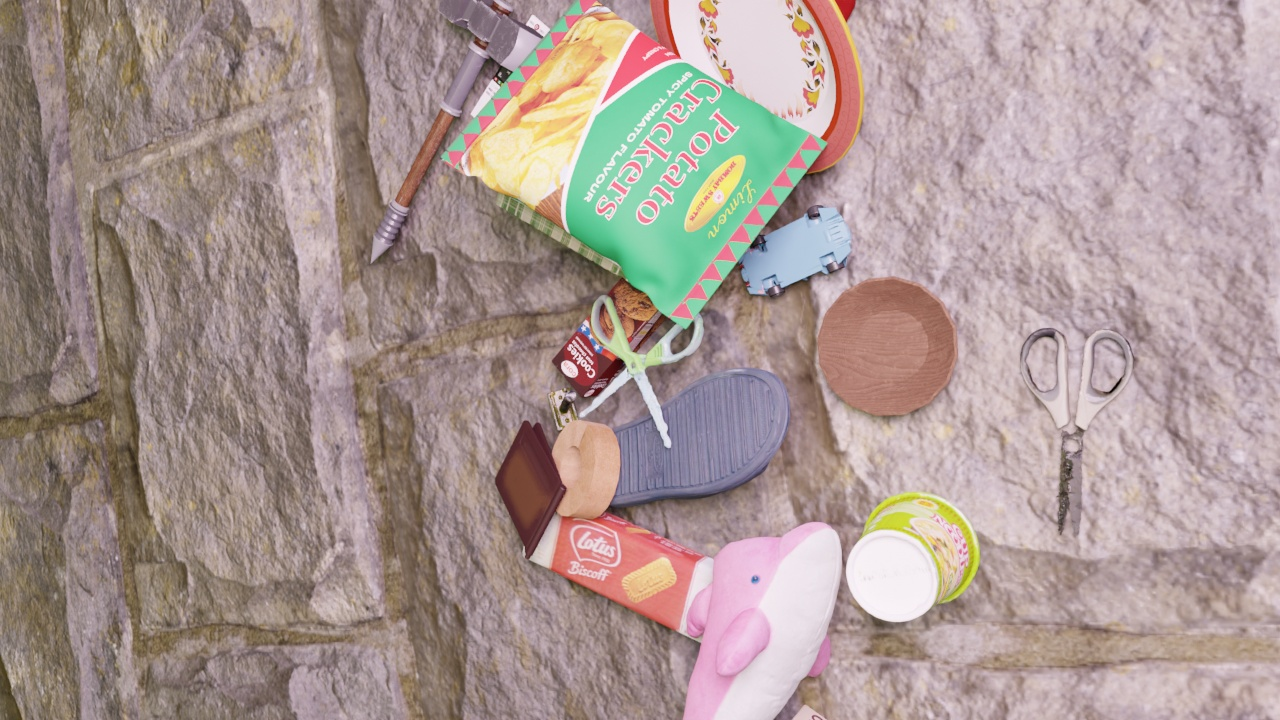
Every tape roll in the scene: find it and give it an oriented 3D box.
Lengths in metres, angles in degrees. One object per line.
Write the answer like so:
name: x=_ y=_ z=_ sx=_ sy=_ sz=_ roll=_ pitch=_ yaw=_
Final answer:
tape roll: x=-0.056 y=0.106 z=0.892 sx=0.094 sy=0.027 sz=0.093 roll=-28 pitch=56 yaw=52

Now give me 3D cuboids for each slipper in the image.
slipper: x=0.053 y=0.085 z=0.844 sx=0.264 sy=0.082 sz=0.101 roll=-27 pitch=59 yaw=46

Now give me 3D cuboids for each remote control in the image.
remote control: x=-0.136 y=-0.302 z=0.967 sx=0.028 sy=0.011 sz=0.124 roll=46 pitch=111 yaw=19

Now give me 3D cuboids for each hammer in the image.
hammer: x=-0.222 y=-0.239 z=0.991 sx=0.156 sy=0.043 sz=0.323 roll=46 pitch=114 yaw=29

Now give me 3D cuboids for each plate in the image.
plate: x=0.095 y=-0.257 z=0.755 sx=0.021 sy=0.230 sz=0.230 roll=-41 pitch=68 yaw=-19

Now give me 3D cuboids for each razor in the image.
razor: x=-0.072 y=0.042 z=0.903 sx=0.026 sy=0.106 sz=0.042 roll=-13 pitch=82 yaw=-11

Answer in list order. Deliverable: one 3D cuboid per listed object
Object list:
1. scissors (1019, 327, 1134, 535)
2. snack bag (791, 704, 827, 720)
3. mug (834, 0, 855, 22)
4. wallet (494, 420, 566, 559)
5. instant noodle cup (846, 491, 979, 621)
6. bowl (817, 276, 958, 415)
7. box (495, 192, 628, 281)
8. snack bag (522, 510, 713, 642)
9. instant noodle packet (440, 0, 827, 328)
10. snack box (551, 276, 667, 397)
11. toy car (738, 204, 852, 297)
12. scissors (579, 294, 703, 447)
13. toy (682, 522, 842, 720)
scissors: x=0.349 y=0.052 z=0.717 sx=0.133 sy=0.012 sz=0.169 roll=-32 pitch=74 yaw=28
snack bag: x=0.116 y=0.425 z=0.813 sx=0.070 sy=0.094 sz=0.206 roll=30 pitch=106 yaw=24
mug: x=0.118 y=-0.330 z=0.772 sx=0.116 sy=0.096 sz=0.080 roll=34 pitch=94 yaw=22
wallet: x=-0.113 y=0.128 z=0.932 sx=0.092 sy=0.018 sz=0.115 roll=-62 pitch=34 yaw=22
instant noodle cup: x=0.215 y=0.162 z=0.742 sx=0.099 sy=0.107 sz=0.099 roll=1 pitch=92 yaw=28
bowl: x=0.211 y=-0.012 z=0.780 sx=0.118 sy=0.030 sz=0.118 roll=1 pitch=93 yaw=28
box: x=-0.026 y=-0.128 z=0.857 sx=0.205 sy=0.117 sz=0.050 roll=34 pitch=116 yaw=25
snack bag: x=-0.016 y=0.199 z=0.908 sx=0.225 sy=0.041 sz=0.077 roll=19 pitch=102 yaw=25
instant noodle packet: x=-0.007 y=-0.172 z=0.754 sx=0.253 sy=0.090 sz=0.195 roll=35 pitch=80 yaw=11
snack box: x=-0.023 y=-0.031 z=0.906 sx=0.051 sy=0.031 sz=0.141 roll=49 pitch=113 yaw=18
toy car: x=0.141 y=-0.095 z=0.818 sx=0.108 sy=0.027 sz=0.060 roll=-23 pitch=81 yaw=37
scissors: x=-0.005 y=0.005 z=0.846 sx=0.173 sy=0.021 sz=0.171 roll=-41 pitch=62 yaw=28
toy: x=0.080 y=0.248 z=0.786 sx=0.128 sy=0.186 sz=0.265 roll=25 pitch=89 yaw=41
